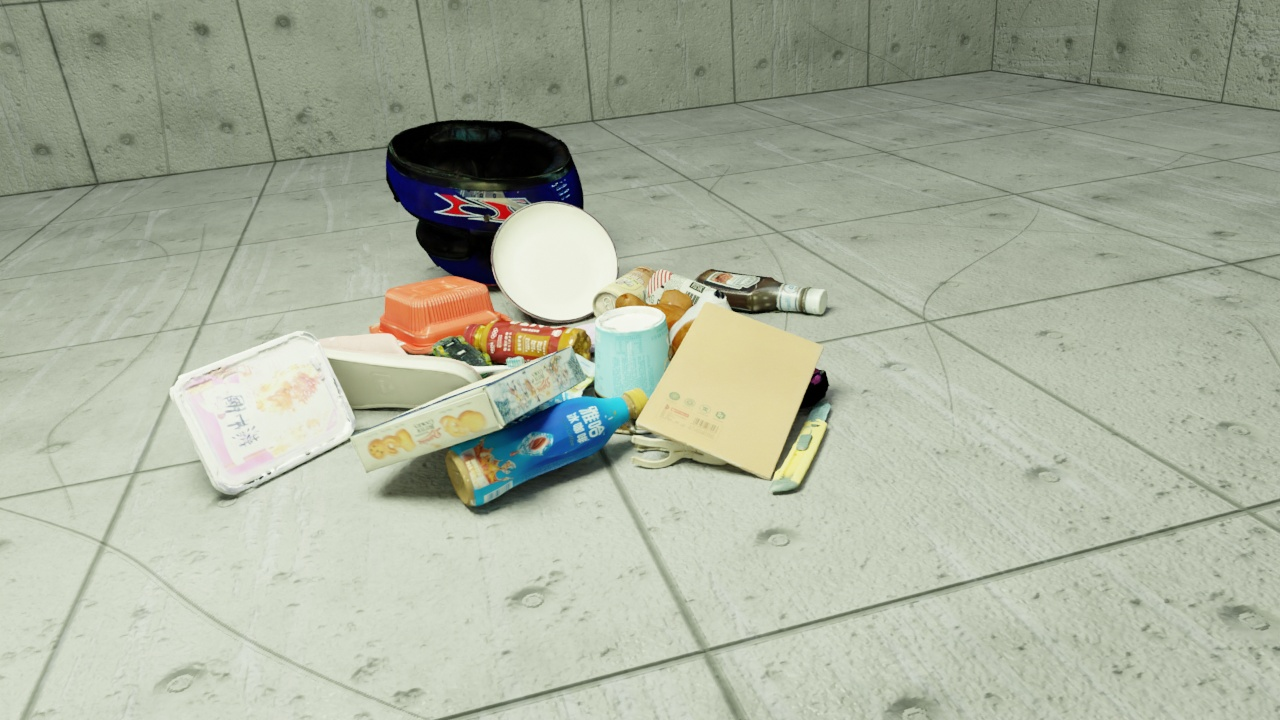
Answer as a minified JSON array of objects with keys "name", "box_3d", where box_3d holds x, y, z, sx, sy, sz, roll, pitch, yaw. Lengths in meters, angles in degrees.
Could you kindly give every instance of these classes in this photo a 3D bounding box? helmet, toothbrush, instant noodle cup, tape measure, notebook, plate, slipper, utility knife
[{"name":"helmet","box_3d":[-0.252,-0.242,1.493,0.315,0.241,0.247,-3,41,-19]},{"name":"toothbrush","box_3d":[-0.250,0.017,1.157,0.225,0.027,0.026,-5,29,14]},{"name":"instant noodle cup","box_3d":[-0.291,-0.069,1.323,0.164,0.079,0.189,-18,22,-36]},{"name":"tape measure","box_3d":[0.181,0.029,1.042,0.057,0.039,0.057,-5,18,32]},{"name":"instant noodle cup","box_3d":[-0.420,0.058,1.017,0.060,0.138,0.173,-14,12,46]},{"name":"instant noodle cup","box_3d":[-0.006,0.006,1.040,0.111,0.120,0.111,-4,24,2]},{"name":"notebook","box_3d":[0.102,0.025,0.988,0.148,0.008,0.207,22,48,10]},{"name":"plate","box_3d":[-0.129,-0.143,1.376,0.192,0.192,0.039,-14,-12,-19]},{"name":"slipper","box_3d":[-0.319,0.013,1.111,0.275,0.114,0.054,3,49,12]},{"name":"utility knife","box_3d":[0.172,0.087,0.960,0.031,0.021,0.197,5,21,22]}]

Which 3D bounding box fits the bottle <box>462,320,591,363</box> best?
[{"name":"bottle","box_3d":[-0.153,-0.021,1.210,0.175,0.057,0.057,6,26,25]}]

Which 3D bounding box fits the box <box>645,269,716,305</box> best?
[{"name":"box","box_3d":[0.064,-0.081,1.270,0.076,0.087,0.163,-33,36,-20]}]

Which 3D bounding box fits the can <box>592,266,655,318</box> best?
[{"name":"can","box_3d":[-0.018,-0.095,1.350,0.059,0.058,0.116,9,28,30]}]

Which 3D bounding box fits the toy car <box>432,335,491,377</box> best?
[{"name":"toy car","box_3d":[-0.234,-0.001,1.204,0.043,0.036,0.091,-29,44,-36]}]

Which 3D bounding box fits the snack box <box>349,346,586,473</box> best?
[{"name":"snack box","box_3d":[-0.175,0.049,0.956,0.178,0.046,0.182,-19,5,27]}]

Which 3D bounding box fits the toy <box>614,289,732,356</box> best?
[{"name":"toy","box_3d":[0.069,-0.032,1.128,0.139,0.131,0.200,-10,31,-40]}]

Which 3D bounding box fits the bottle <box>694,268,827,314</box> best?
[{"name":"bottle","box_3d":[0.174,-0.097,1.337,0.195,0.044,0.079,11,29,30]}]

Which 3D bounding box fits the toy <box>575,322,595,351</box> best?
[{"name":"toy","box_3d":[-0.048,-0.035,1.243,0.108,0.039,0.083,-9,24,-7]}]

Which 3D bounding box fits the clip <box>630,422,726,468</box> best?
[{"name":"clip","box_3d":[0.037,0.095,0.944,0.105,0.035,0.081,13,25,18]}]

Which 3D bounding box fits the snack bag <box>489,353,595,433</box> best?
[{"name":"snack bag","box_3d":[-0.111,0.050,1.070,0.110,0.039,0.190,0,26,5]}]

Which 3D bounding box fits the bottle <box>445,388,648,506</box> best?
[{"name":"bottle","box_3d":[-0.089,0.079,0.941,0.218,0.065,0.065,-23,29,-25]}]
